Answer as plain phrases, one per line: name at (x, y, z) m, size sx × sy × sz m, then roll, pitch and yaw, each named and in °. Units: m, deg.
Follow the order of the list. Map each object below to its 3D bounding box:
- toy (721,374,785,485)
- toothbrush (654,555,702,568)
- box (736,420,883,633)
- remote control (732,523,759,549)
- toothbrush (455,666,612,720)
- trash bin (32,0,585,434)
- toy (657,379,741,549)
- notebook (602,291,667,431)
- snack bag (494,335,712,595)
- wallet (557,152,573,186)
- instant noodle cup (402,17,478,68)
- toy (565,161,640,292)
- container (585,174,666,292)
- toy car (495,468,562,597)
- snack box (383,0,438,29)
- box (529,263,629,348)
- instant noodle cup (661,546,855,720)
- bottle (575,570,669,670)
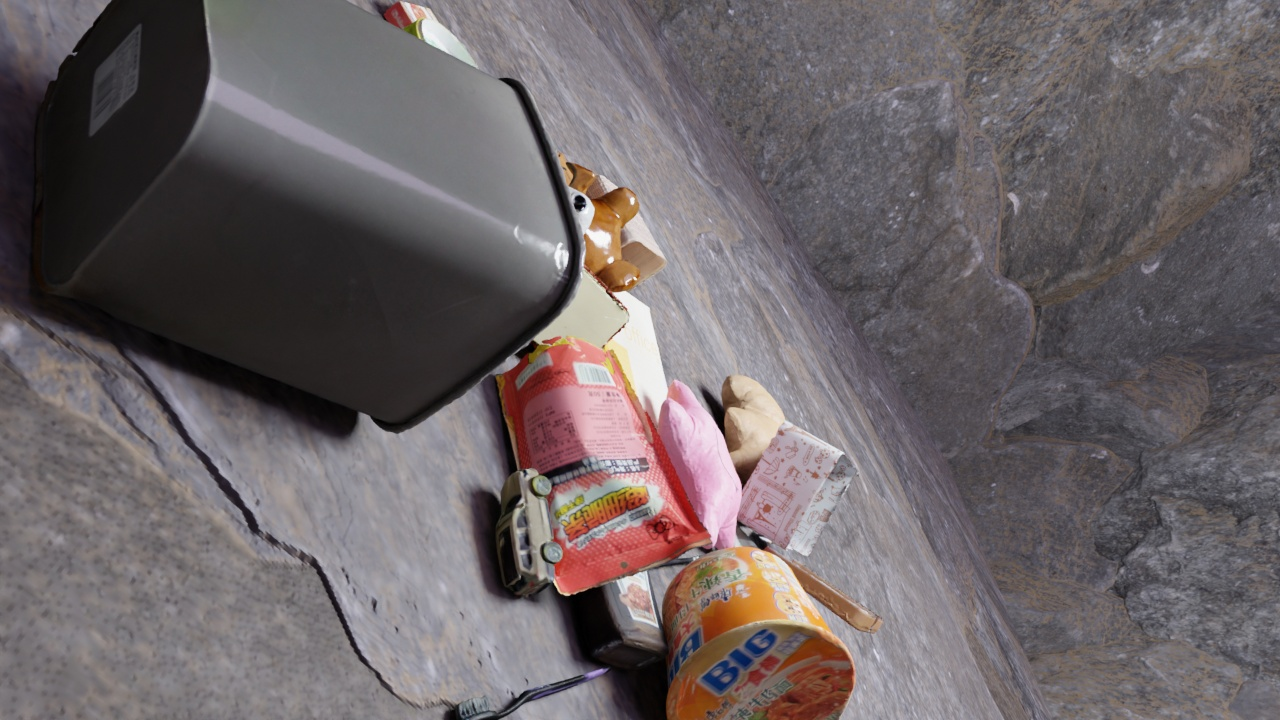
toy at (0.146, 0.115, 1.195) m, size 0.143 × 0.083 × 0.225 m, roll 48°, pitch 25°, yaw -17°
toothbrush at (0.024, 0.192, 0.860) m, size 0.181 × 0.016 × 0.018 m, roll 23°, pitch 50°, yaw -61°
box at (0.221, 0.188, 1.063) m, size 0.205 × 0.158 × 0.181 m, roll 34°, pitch -3°, yaw 26°
remote control at (0.134, 0.239, 1.055) m, size 0.150 × 0.021 × 0.058 m, roll 50°, pitch 15°, yaw -28°
toothbrush at (-0.065, 0.217, 0.606) m, size 0.016 × 0.014 × 0.188 m, roll 54°, pitch 16°, yaw 22°
trash bin at (-0.184, -0.096, 0.512) m, size 0.219 × 0.199 × 0.198 m, roll 23°, pitch 39°, yaw -50°
toy at (0.063, 0.110, 0.981) m, size 0.178 × 0.075 × 0.194 m, roll 34°, pitch 38°, yaw -71°
notebook at (-0.006, 0.006, 1.031) m, size 0.145 × 0.010 × 0.206 m, roll 31°, pitch 40°, yaw -56°
snack bag at (-0.039, 0.077, 0.731) m, size 0.073 × 0.128 × 0.207 m, roll 100°, pitch -28°, yaw -51°
wallet at (-0.115, -0.195, 1.006) m, size 0.131 × 0.031 × 0.107 m, roll 2°, pitch 54°, yaw -51°
instant noodle cup at (-0.191, -0.204, 0.732) m, size 0.111 × 0.124 × 0.111 m, roll 49°, pitch 22°, yaw -27°
toy at (-0.083, -0.129, 0.900) m, size 0.199 × 0.131 × 0.140 m, roll 13°, pitch 69°, yaw -42°
container at (-0.041, -0.147, 1.084) m, size 0.089 × 0.090 × 0.111 m, roll 25°, pitch 36°, yaw -58°
toy car at (-0.083, 0.120, 0.654) m, size 0.035 × 0.042 × 0.090 m, roll 13°, pitch 52°, yaw -35°
snack box at (-0.210, -0.311, 0.989) m, size 0.153 × 0.025 × 0.075 m, roll 58°, pitch 20°, yaw -4°
box at (-0.086, -0.066, 0.816) m, size 0.168 × 0.091 × 0.077 m, roll 43°, pitch 2°, yaw -40°
instant noodle cup at (0.085, 0.233, 0.751) m, size 0.151 × 0.151 × 0.111 m, roll 49°, pitch 11°, yaw -27°
bottle at (-0.029, 0.150, 0.749) m, size 0.080 × 0.044 × 0.194 m, roll 36°, pitch 30°, yaw -46°
